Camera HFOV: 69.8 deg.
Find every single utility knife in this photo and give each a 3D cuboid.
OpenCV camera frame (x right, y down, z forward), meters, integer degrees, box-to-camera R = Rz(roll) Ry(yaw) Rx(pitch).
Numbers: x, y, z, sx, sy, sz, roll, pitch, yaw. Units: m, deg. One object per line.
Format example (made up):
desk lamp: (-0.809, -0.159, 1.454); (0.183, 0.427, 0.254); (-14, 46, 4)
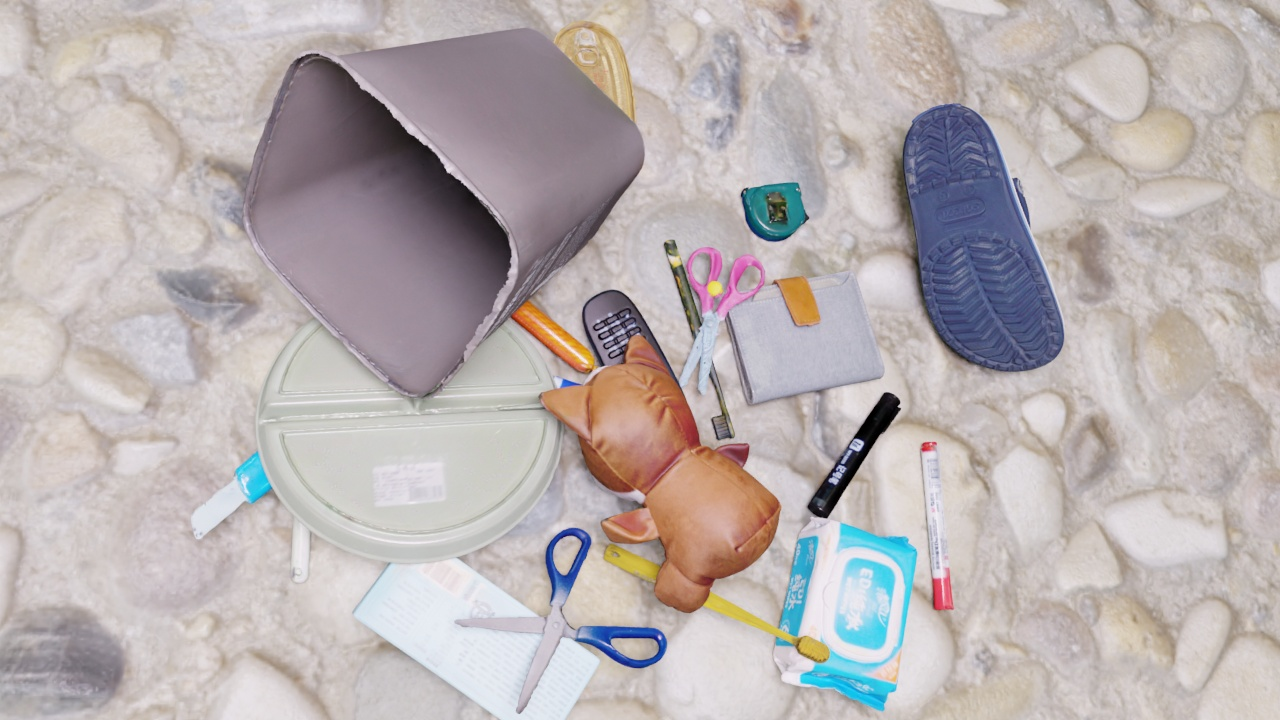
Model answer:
utility knife: (-0.258, 0.063, 0.685); (0.034, 0.018, 0.185); (52, 56, -13)

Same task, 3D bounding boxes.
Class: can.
can: (-0.045, -0.224, 0.817); (0.074, 0.049, 0.148); (-4, 76, -14)

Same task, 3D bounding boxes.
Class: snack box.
snack box: (-0.121, 0.207, 0.682); (0.175, 0.052, 0.074); (36, 69, -1)

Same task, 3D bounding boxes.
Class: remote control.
remote control: (-0.005, 0.005, 0.776); (0.053, 0.024, 0.136); (-27, 87, -10)

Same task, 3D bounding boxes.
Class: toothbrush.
toothbrush: (0.057, 0.187, 0.712); (0.190, 0.017, 0.015); (22, 73, 16)
toothbrush: (-0.257, 0.074, 0.707); (0.029, 0.020, 0.189); (-1, 76, -6)
toothbrush: (0.049, -0.019, 0.803); (0.017, 0.012, 0.185); (-16, 79, -5)

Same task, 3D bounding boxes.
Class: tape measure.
tape measure: (0.125, -0.138, 0.844); (0.058, 0.025, 0.054); (-9, 76, -14)

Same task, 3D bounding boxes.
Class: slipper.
slipper: (0.308, -0.111, 0.846); (0.095, 0.105, 0.253); (-28, 98, -59)

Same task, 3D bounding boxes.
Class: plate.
plate: (-0.170, 0.039, 0.696); (0.230, 0.028, 0.229); (7, 62, -13)

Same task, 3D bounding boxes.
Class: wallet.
wallet: (0.145, -0.024, 0.812); (0.129, 0.037, 0.106); (-10, 78, -15)

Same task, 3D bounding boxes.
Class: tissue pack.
tissue pack: (0.168, 0.200, 0.742); (0.090, 0.063, 0.139); (18, 72, -7)

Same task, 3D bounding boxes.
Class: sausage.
sausage: (-0.099, -0.041, 0.770); (0.165, 0.021, 0.021); (40, 71, 0)

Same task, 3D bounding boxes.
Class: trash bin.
trash bin: (-0.127, -0.123, 0.673); (0.198, 0.200, 0.219); (45, 42, 2)

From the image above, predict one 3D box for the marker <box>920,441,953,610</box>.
marker: (0.259, 0.143, 0.802); (0.017, 0.017, 0.145); (3, 74, -12)

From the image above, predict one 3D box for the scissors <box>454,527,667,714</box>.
scissors: (-0.054, 0.189, 0.678); (0.175, 0.012, 0.162); (19, 39, -22)

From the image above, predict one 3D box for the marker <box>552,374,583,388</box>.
marker: (-0.109, 0.007, 0.758); (0.146, 0.017, 0.016); (19, 72, -7)

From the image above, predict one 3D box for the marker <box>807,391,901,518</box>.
marker: (0.189, 0.083, 0.803); (0.131, 0.020, 0.022); (-51, 119, -20)

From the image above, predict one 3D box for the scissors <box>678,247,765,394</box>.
scissors: (0.071, -0.032, 0.789); (0.077, 0.017, 0.137); (5, 77, 10)

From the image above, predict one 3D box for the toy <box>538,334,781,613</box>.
toy: (0.015, 0.083, 0.712); (0.199, 0.131, 0.139); (53, 42, 1)
